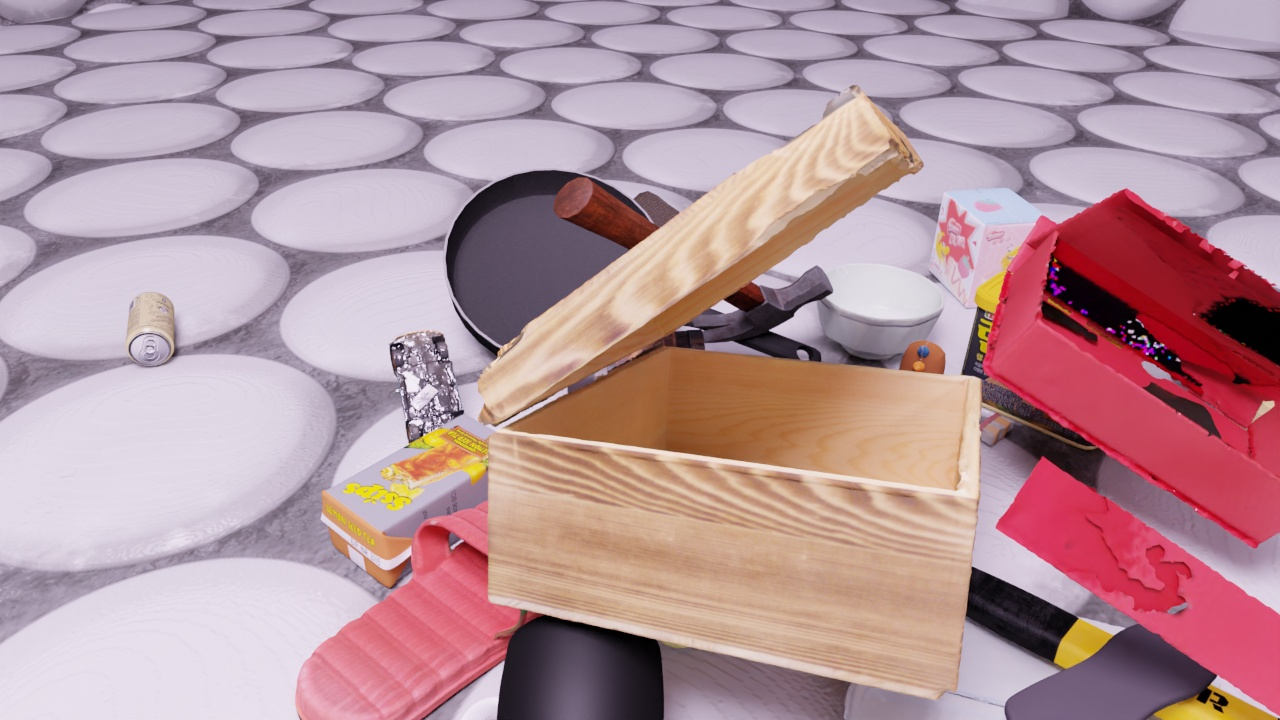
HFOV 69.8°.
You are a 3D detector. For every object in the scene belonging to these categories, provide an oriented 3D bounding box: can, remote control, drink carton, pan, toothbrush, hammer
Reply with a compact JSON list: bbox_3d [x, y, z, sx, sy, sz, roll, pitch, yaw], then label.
[{"bbox_3d":[0.339,-0.002,0.759,0.131,0.101,0.072,28,40,36],"label":"can"},{"bbox_3d":[-0.447,-0.029,0.837,0.038,0.038,0.079,-12,34,-20],"label":"can"},{"bbox_3d":[0.236,0.168,0.464,0.124,0.009,0.046,-15,30,-27],"label":"remote control"},{"bbox_3d":[-0.148,0.094,0.638,0.076,0.049,0.124,25,39,33],"label":"drink carton"},{"bbox_3d":[-0.006,-0.056,0.845,0.355,0.044,0.203,21,64,-1],"label":"pan"},{"bbox_3d":[0.232,0.082,0.704,0.184,0.015,0.016,-25,44,-34],"label":"toothbrush"},{"bbox_3d":[0.262,0.171,0.502,0.325,0.034,0.169,25,35,38],"label":"hammer"},{"bbox_3d":[0.039,-0.072,0.700,0.300,0.111,0.028,20,45,-54],"label":"hammer"}]

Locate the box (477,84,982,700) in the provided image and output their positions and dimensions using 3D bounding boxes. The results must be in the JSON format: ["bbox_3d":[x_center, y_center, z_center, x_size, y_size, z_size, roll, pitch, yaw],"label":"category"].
[{"bbox_3d":[0.058,-0.012,0.532,0.270,0.264,0.278,4,13,20],"label":"box"}]

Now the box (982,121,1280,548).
[{"bbox_3d":[0.427,-0.110,0.669,0.214,0.138,0.466,34,63,3],"label":"box"}]

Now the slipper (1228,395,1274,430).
[{"bbox_3d":[0.598,0.062,0.691,0.111,0.079,0.261,-22,39,-38],"label":"slipper"}]

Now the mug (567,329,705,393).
[{"bbox_3d":[-0.004,0.005,0.755,0.107,0.080,0.115,-1,39,-2],"label":"mug"}]

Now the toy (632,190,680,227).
[{"bbox_3d":[-0.016,-0.113,0.949,0.152,0.078,0.179,-31,57,-34],"label":"toy"}]

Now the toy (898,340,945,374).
[{"bbox_3d":[0.206,0.030,0.705,0.071,0.090,0.102,18,14,24],"label":"toy"}]

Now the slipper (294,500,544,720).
[{"bbox_3d":[-0.099,0.134,0.567,0.103,0.059,0.248,28,41,35],"label":"slipper"}]

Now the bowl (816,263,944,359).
[{"bbox_3d":[0.218,-0.040,0.856,0.117,0.061,0.117,1,32,-1],"label":"bowl"}]

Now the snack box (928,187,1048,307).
[{"bbox_3d":[0.362,-0.118,0.956,0.079,0.095,0.093,-4,33,-9],"label":"snack box"}]

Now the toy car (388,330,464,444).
[{"bbox_3d":[-0.168,0.033,0.728,0.047,0.047,0.111,-10,73,-21],"label":"toy car"}]

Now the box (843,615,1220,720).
[{"bbox_3d":[0.217,0.198,0.499,0.209,0.038,0.189,12,36,15],"label":"box"}]

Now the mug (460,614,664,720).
[{"bbox_3d":[-0.045,0.196,0.461,0.119,0.085,0.100,-22,38,19],"label":"mug"}]

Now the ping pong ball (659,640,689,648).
[{"bbox_3d":[0.024,0.153,0.555,0.040,0.040,0.040,1,32,-1],"label":"ping pong ball"}]
